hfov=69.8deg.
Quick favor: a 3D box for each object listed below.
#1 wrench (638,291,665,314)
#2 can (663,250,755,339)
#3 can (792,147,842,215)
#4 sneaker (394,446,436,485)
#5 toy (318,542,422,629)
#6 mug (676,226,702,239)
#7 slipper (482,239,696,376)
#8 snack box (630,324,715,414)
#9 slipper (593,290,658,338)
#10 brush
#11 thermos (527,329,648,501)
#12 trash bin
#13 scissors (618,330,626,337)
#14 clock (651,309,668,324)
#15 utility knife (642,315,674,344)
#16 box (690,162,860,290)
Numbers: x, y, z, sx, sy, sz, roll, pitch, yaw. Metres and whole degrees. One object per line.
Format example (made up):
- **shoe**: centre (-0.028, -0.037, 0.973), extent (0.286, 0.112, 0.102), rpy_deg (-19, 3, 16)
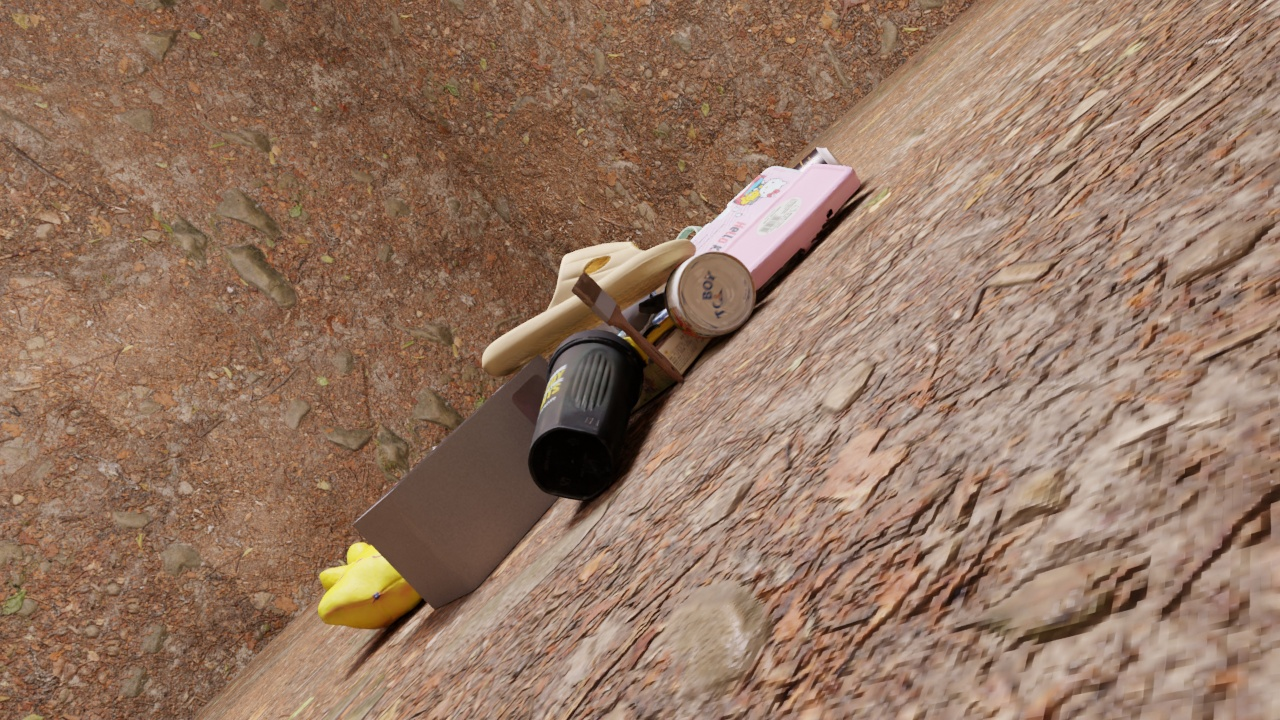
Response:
- **wrench**: centre (0.080, -0.099, 1.083), extent (0.073, 0.018, 0.272), rpy_deg (13, 27, 33)
- **can**: centre (0.070, -0.066, 0.927), extent (0.086, 0.086, 0.043), rpy_deg (-43, 7, -12)
- **can**: centre (0.197, -0.198, 1.133), extent (0.129, 0.072, 0.071), rpy_deg (-40, 6, 20)
- **sneaker**: centre (-0.229, 0.137, 1.189), extent (0.235, 0.089, 0.099), rpy_deg (-26, -50, -64)
- **toy**: centre (-0.296, 0.253, 1.056), extent (0.134, 0.087, 0.194), rpy_deg (-25, 7, -8)
- **mug**: centre (0.077, -0.124, 1.228), extent (0.084, 0.111, 0.104), rpy_deg (-7, -28, -35)
- **slipper**: centre (-0.066, -0.074, 0.975), extent (0.261, 0.079, 0.111), rpy_deg (-32, -4, 5)
- **snack box**: centre (0.017, 0.002, 1.016), extent (0.147, 0.041, 0.142), rpy_deg (-37, 8, 42)
- **slipper**: centre (-0.015, -0.009, 1.237), extent (0.112, 0.080, 0.266), rpy_deg (-36, -15, -26)
- **brush**: centre (-0.009, -0.028, 0.888), extent (0.008, 0.143, 0.045), rpy_deg (-41, 14, 23)
- **thermos**: centre (-0.047, 0.042, 0.838), extent (0.098, 0.098, 0.220), rpy_deg (-41, 13, 17)
- **trash bin**: centre (-0.153, 0.118, 0.922), extent (0.228, 0.114, 0.115), rpy_deg (-47, 7, -39)
- **scissors**: centre (-0.006, 0.008, 1.147), extent (0.139, 0.013, 0.118), rpy_deg (1, -75, -67)
- **clock**: centre (0.063, -0.062, 1.129), extent (0.088, 0.052, 0.125), rpy_deg (-42, 5, -7)
- **utility knife**: centre (0.031, -0.042, 0.964), extent (0.159, 0.017, 0.030), rpy_deg (-39, 17, -3)
- **box**: centre (0.137, -0.155, 1.041), extent (0.201, 0.037, 0.153), rpy_deg (-45, 38, -19)
